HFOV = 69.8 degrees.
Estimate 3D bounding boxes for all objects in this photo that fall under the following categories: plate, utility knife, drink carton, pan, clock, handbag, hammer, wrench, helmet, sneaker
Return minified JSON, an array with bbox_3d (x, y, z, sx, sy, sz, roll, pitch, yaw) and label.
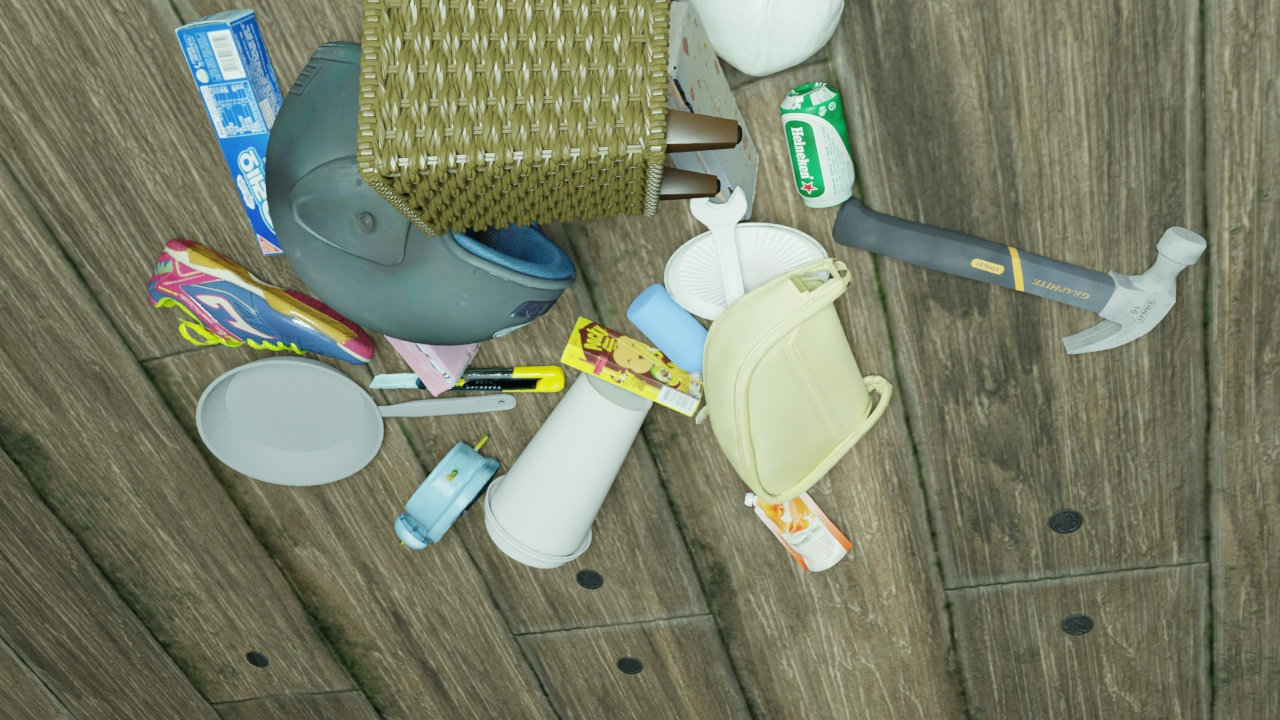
[{"bbox_3d":[0.101,-0.084,0.875,0.157,0.014,0.157,1,149,0],"label":"plate"},{"bbox_3d":[-0.189,0.022,1.003,0.213,0.020,0.029,-1,122,-2],"label":"utility knife"},{"bbox_3d":[0.180,0.187,1.062,0.069,0.038,0.122,-34,105,26],"label":"drink carton"},{"bbox_3d":[-0.320,0.058,1.052,0.356,0.050,0.201,-9,132,-2],"label":"pan"},{"bbox_3d":[-0.228,0.162,1.069,0.060,0.117,0.162,40,115,-2],"label":"clock"},{"bbox_3d":[0.144,0.021,0.904,0.191,0.088,0.233,-33,133,-1],"label":"handbag"},{"bbox_3d":[0.335,-0.095,0.850,0.312,0.035,0.140,16,125,0],"label":"hammer"},{"bbox_3d":[0.088,-0.067,0.865,0.047,0.009,0.274,-7,143,9],"label":"wrench"},{"bbox_3d":[-0.157,-0.129,0.783,0.316,0.248,0.236,11,101,10],"label":"helmet"},{"bbox_3d":[-0.407,-0.040,0.987,0.242,0.116,0.091,27,95,-3],"label":"sneaker"}]

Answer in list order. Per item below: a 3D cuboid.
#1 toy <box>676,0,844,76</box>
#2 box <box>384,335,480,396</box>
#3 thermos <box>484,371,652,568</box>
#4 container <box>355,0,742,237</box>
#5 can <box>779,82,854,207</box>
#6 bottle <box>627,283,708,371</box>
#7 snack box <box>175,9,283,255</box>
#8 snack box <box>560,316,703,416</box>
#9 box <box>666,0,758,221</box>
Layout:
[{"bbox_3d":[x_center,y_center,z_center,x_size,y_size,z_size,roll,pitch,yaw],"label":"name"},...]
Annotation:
[{"bbox_3d":[0.099,-0.301,0.702,0.139,0.101,0.180,8,144,-8],"label":"toy"},{"bbox_3d":[-0.252,-0.077,0.934,0.037,0.098,0.233,-22,114,27],"label":"box"},{"bbox_3d":[-0.075,0.113,1.011,0.131,0.131,0.222,28,115,-8],"label":"thermos"},{"bbox_3d":[-0.044,-0.248,0.572,0.205,0.176,0.321,2,87,-1],"label":"container"},{"bbox_3d":[0.156,-0.190,0.808,0.053,0.053,0.101,-10,120,16],"label":"can"},{"bbox_3d":[0.047,-0.018,0.941,0.048,0.048,0.131,-36,110,28],"label":"bottle"},{"bbox_3d":[-0.369,-0.215,0.886,0.059,0.059,0.227,-5,122,9],"label":"snack box"},{"bbox_3d":[-0.006,0.006,0.959,0.149,0.061,0.026,23,123,-5],"label":"snack box"},{"bbox_3d":[0.045,-0.195,0.757,0.063,0.081,0.216,-9,154,19],"label":"box"}]
